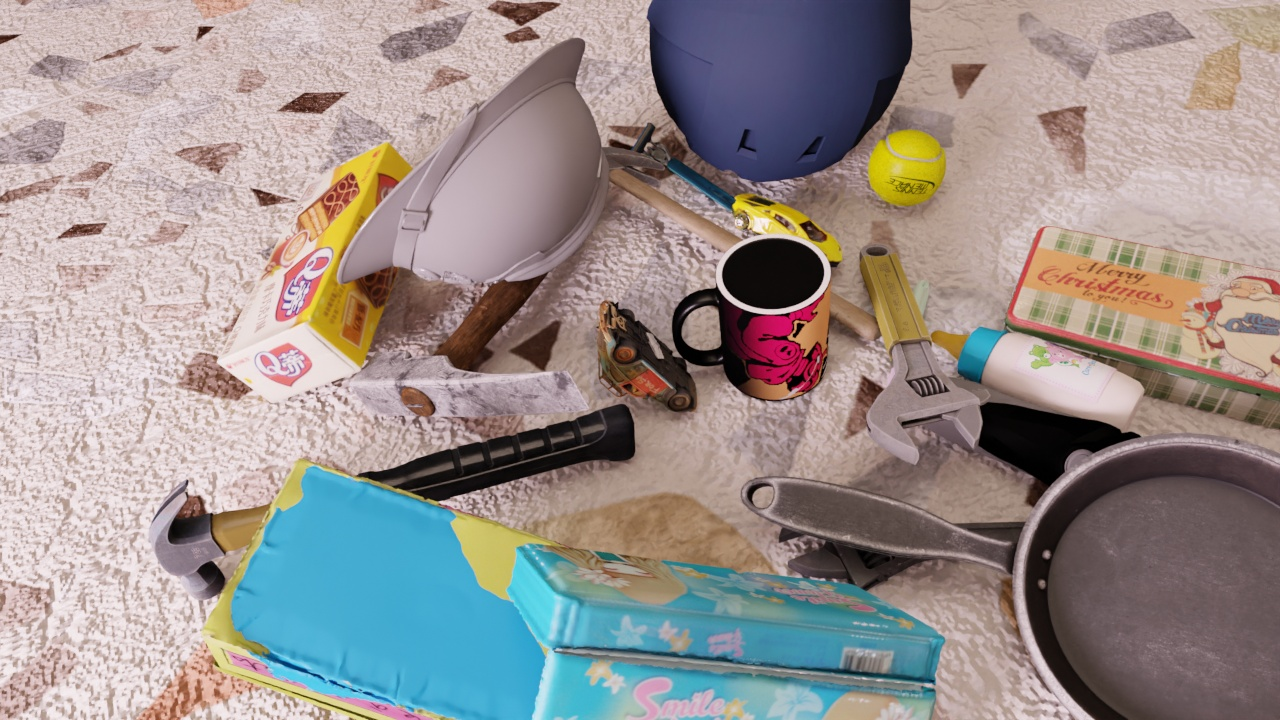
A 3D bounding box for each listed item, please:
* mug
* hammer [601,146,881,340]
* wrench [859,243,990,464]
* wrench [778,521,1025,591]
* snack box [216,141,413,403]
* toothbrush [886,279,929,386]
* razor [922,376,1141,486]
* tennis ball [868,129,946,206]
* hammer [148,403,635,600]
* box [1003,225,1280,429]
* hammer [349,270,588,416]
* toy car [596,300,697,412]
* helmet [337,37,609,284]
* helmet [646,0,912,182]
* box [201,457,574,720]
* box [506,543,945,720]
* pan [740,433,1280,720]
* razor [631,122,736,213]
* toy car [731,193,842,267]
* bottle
[{"bbox_3d":[0.082,-0.028,0.689,0.118,0.098,0.081,-9,49,2],"label":"mug"},{"bbox_3d":[0.066,-0.109,0.786,0.331,0.031,0.119,33,32,26],"label":"hammer"},{"bbox_3d":[0.190,-0.019,0.673,0.083,0.018,0.272,-3,34,4],"label":"wrench"},{"bbox_3d":[0.228,0.116,0.596,0.273,0.018,0.073,-2,50,6],"label":"wrench"},{"bbox_3d":[-0.267,-0.081,0.797,0.110,0.061,0.229,-17,44,27],"label":"snack box"},{"bbox_3d":[0.202,-0.007,0.705,0.022,0.015,0.154,24,56,3],"label":"toothbrush"},{"bbox_3d":[0.253,0.049,0.626,0.060,0.057,0.156,8,14,-42],"label":"razor"},{"bbox_3d":[0.234,-0.169,0.805,0.065,0.065,0.065,-5,49,6],"label":"tennis ball"},{"bbox_3d":[-0.165,0.087,0.639,0.332,0.118,0.025,-14,52,-9],"label":"hammer"},{"bbox_3d":[0.381,-0.029,0.672,0.206,0.049,0.117,18,54,24],"label":"box"},{"bbox_3d":[-0.075,-0.065,0.757,0.218,0.037,0.299,-1,41,35],"label":"hammer"},{"bbox_3d":[-0.004,0.004,0.688,0.047,0.112,0.047,-32,35,25],"label":"toy car"},{"bbox_3d":[-0.101,-0.122,0.724,0.117,0.183,0.270,44,77,-5],"label":"helmet"},{"bbox_3d":[0.118,-0.275,0.827,0.232,0.223,0.272,4,19,-5],"label":"helmet"},{"bbox_3d":[-0.124,0.153,0.540,0.221,0.081,0.124,17,54,-1],"label":"box"},{"bbox_3d":[0.039,0.180,0.496,0.226,0.098,0.121,12,89,-21],"label":"box"},{"bbox_3d":[0.233,0.120,0.546,0.357,0.055,0.187,9,74,27],"label":"pan"},{"bbox_3d":[0.045,-0.178,0.877,0.144,0.022,0.042,41,104,30],"label":"razor"},{"bbox_3d":[0.126,-0.111,0.780,0.107,0.030,0.049,34,30,19],"label":"toy car"},{"bbox_3d":[0.276,0.009,0.655,0.146,0.051,0.051,27,59,29],"label":"bottle"}]
